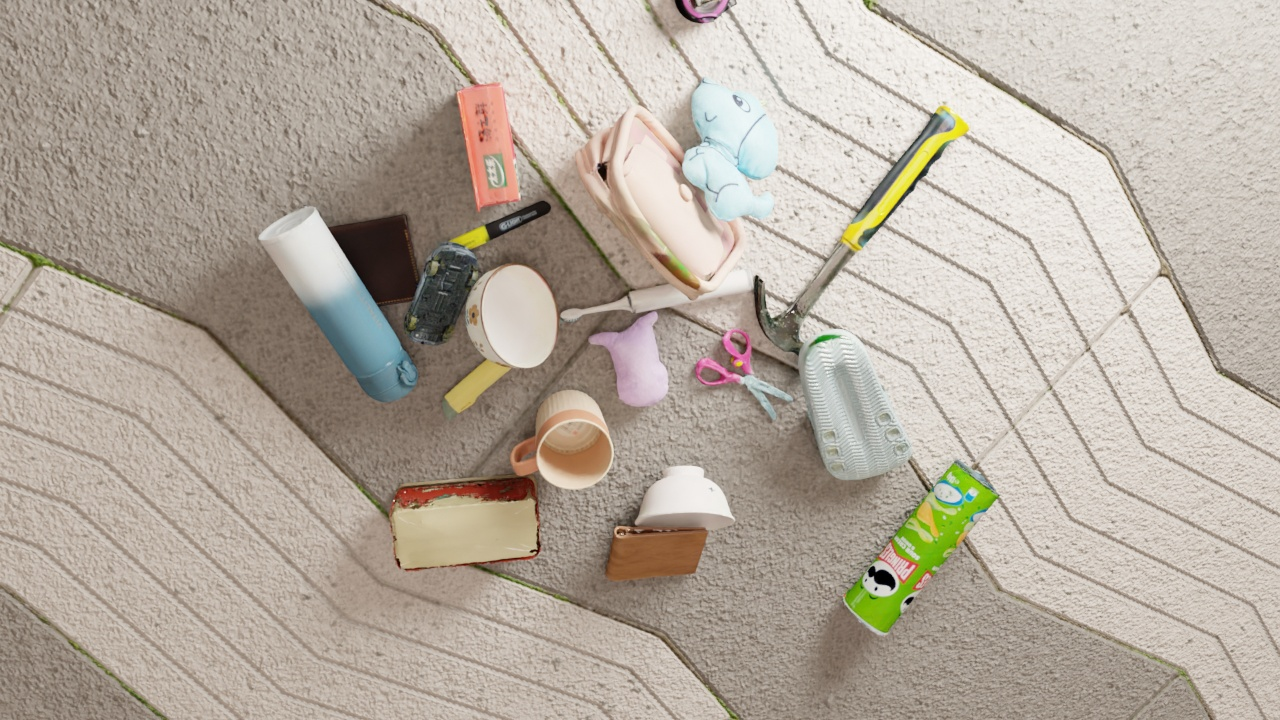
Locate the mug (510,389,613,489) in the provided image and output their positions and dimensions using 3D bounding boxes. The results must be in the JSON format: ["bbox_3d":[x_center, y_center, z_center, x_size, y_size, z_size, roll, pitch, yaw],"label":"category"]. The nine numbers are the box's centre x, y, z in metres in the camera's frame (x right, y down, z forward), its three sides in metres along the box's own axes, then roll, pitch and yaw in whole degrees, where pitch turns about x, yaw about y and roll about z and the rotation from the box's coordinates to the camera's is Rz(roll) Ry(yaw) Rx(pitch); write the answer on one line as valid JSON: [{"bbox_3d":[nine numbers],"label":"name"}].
[{"bbox_3d":[-0.091,0.092,1.034,0.114,0.106,0.082,-23,109,0],"label":"mug"}]

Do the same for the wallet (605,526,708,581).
[{"bbox_3d":[0.019,0.234,1.119,0.115,0.020,0.101,0,138,-11],"label":"wallet"}]

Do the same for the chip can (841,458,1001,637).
[{"bbox_3d":[0.354,0.237,1.163,0.072,0.072,0.236,32,100,-16],"label":"chip can"}]

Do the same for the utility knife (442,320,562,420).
[{"bbox_3d":[-0.160,0.006,1.043,0.173,0.019,0.031,-37,113,6],"label":"utility knife"}]

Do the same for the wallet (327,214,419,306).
[{"bbox_3d":[-0.303,-0.101,0.988,0.122,0.020,0.096,-10,114,-6],"label":"wallet"}]

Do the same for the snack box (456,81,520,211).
[{"bbox_3d":[-0.149,-0.216,0.914,0.044,0.127,0.113,-9,110,-5],"label":"snack box"}]

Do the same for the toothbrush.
[{"bbox_3d":[0.018,-0.071,1.038,0.221,0.026,0.026,-11,67,-4],"label":"toothbrush"}]

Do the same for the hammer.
[{"bbox_3d":[0.249,-0.148,1.043,0.126,0.032,0.323,34,101,-18],"label":"hammer"}]

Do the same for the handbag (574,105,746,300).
[{"bbox_3d":[0.019,-0.138,0.905,0.093,0.233,0.193,-37,109,19],"label":"handbag"}]

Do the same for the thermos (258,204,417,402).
[{"bbox_3d":[-0.309,-0.053,0.962,0.070,0.070,0.220,-26,120,1],"label":"thermos"}]

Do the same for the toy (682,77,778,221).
[{"bbox_3d":[0.098,-0.224,0.959,0.155,0.050,0.161,-37,87,-34],"label":"toy"}]

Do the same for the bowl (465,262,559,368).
[{"bbox_3d":[-0.148,-0.045,0.994,0.062,0.113,0.113,-7,116,40],"label":"bowl"}]

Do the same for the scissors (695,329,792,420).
[{"bbox_3d":[0.121,0.029,1.093,0.096,0.017,0.137,-34,113,3],"label":"scissors"}]

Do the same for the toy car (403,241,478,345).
[{"bbox_3d":[-0.217,-0.071,0.996,0.054,0.036,0.121,11,118,-31],"label":"toy car"}]

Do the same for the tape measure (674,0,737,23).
[{"bbox_3d":[0.064,-0.375,0.938,0.058,0.039,0.057,-26,110,1],"label":"tape measure"}]

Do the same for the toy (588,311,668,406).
[{"bbox_3d":[-0.006,0.006,1.053,0.084,0.039,0.108,-18,112,-2],"label":"toy"}]

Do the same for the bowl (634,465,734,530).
[{"bbox_3d":[0.051,0.162,1.092,0.118,0.118,0.064,2,69,-9],"label":"bowl"}]

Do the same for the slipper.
[{"bbox_3d":[0.244,0.053,1.083,0.104,0.074,0.245,-23,127,8],"label":"slipper"}]

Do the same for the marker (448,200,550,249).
[{"bbox_3d":[-0.155,-0.143,0.996,0.124,0.015,0.018,-24,117,1],"label":"marker"}]

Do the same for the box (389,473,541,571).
[{"bbox_3d":[-0.201,0.189,1.064,0.168,0.079,0.091,-4,109,-7],"label":"box"}]
